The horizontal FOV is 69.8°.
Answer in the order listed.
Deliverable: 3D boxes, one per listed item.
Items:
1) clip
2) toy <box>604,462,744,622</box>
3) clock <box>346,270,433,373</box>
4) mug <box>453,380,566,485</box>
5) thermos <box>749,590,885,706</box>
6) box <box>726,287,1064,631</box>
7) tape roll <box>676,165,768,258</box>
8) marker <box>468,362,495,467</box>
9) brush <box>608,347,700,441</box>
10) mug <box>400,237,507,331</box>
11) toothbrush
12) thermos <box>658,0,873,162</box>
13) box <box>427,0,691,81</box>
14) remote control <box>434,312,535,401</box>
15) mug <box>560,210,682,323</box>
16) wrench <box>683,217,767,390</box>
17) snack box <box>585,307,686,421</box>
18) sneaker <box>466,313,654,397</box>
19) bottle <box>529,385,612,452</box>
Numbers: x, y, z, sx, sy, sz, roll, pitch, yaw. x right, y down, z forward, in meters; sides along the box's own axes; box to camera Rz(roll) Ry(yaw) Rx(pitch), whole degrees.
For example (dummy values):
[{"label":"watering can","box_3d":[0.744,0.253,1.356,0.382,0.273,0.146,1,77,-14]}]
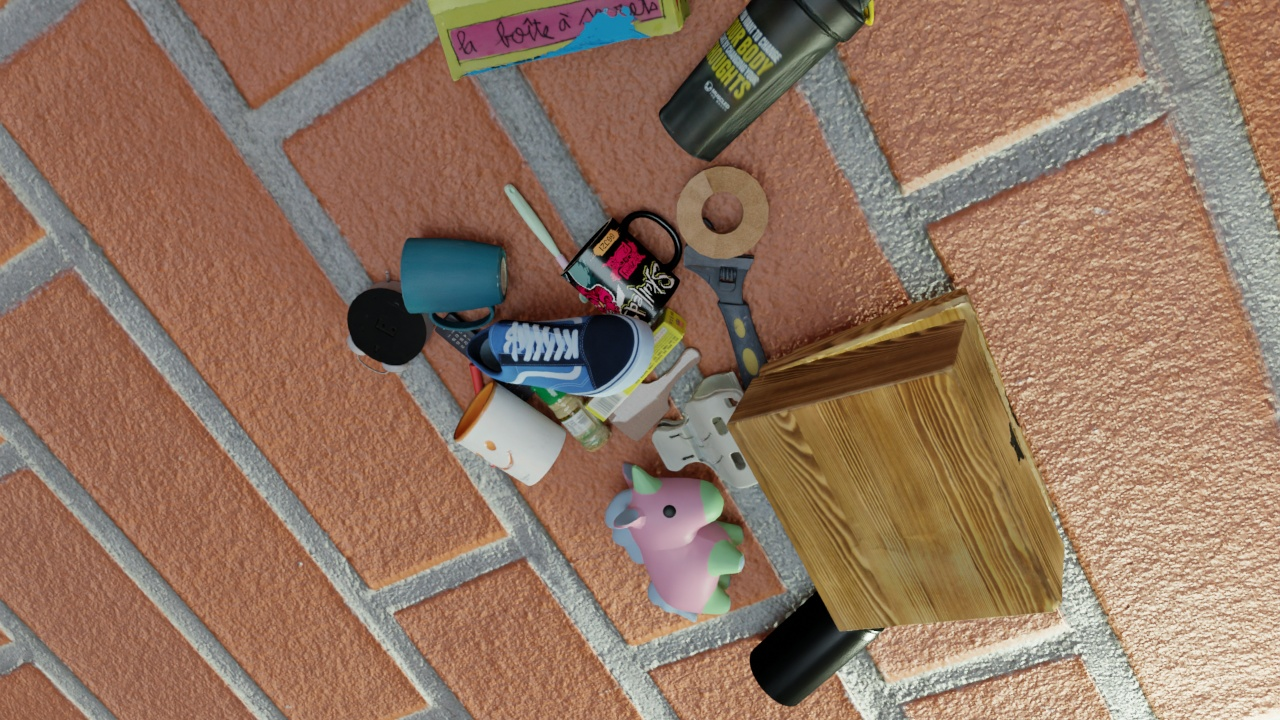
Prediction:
[{"label":"clip","box_3d":[0.091,0.079,1.054,0.152,0.101,0.126,-8,115,48]},{"label":"toy","box_3d":[0.036,0.226,1.103,0.171,0.119,0.223,11,121,-1]},{"label":"clock","box_3d":[-0.294,-0.037,1.070,0.094,0.035,0.123,30,117,-5]},{"label":"mug","box_3d":[-0.152,0.085,1.071,0.105,0.082,0.082,35,116,-18]},{"label":"thermos","box_3d":[0.229,0.333,1.128,0.086,0.086,0.199,35,116,-8]},{"label":"box","box_3d":[0.259,0.108,0.939,0.252,0.191,0.279,-18,112,32]},{"label":"tape roll","box_3d":[0.084,-0.153,0.943,0.094,0.027,0.094,1,104,4]},{"label":"marker","box_3d":[-0.190,0.068,1.115,0.013,0.012,0.142,-2,115,10]},{"label":"brush","box_3d":[0.021,0.034,1.064,0.050,0.015,0.136,40,109,-10]},{"label":"mug","box_3d":[-0.200,-0.081,1.011,0.104,0.084,0.112,-1,128,0]},{"label":"toothbrush","box_3d":[-0.099,-0.128,1.004,0.022,0.015,0.155,-40,107,-12]},{"label":"thermos","box_3d":[0.116,-0.285,0.853,0.098,0.098,0.221,41,118,-11]},{"label":"box","box_3d":[-0.068,-0.326,0.846,0.221,0.124,0.079,-9,116,15]},{"label":"remote control","box_3d":[-0.179,-0.004,1.077,0.136,0.015,0.032,41,115,-13]},{"label":"mug","box_3d":[-0.009,-0.102,0.973,0.098,0.082,0.118,42,87,-11]},{"label":"wrench","box_3d":[0.112,-0.029,1.011,0.073,0.022,0.273,-14,111,15]},{"label":"snack box","box_3d":[-0.006,0.006,1.038,0.029,0.040,0.148,38,116,-10]},{"label":"sneaker","box_3d":[-0.097,-0.007,0.956,0.242,0.098,0.083,-3,81,45]},{"label":"bottle","box_3d":[-0.080,0.056,1.074,0.043,0.043,0.111,-33,108,22]}]
